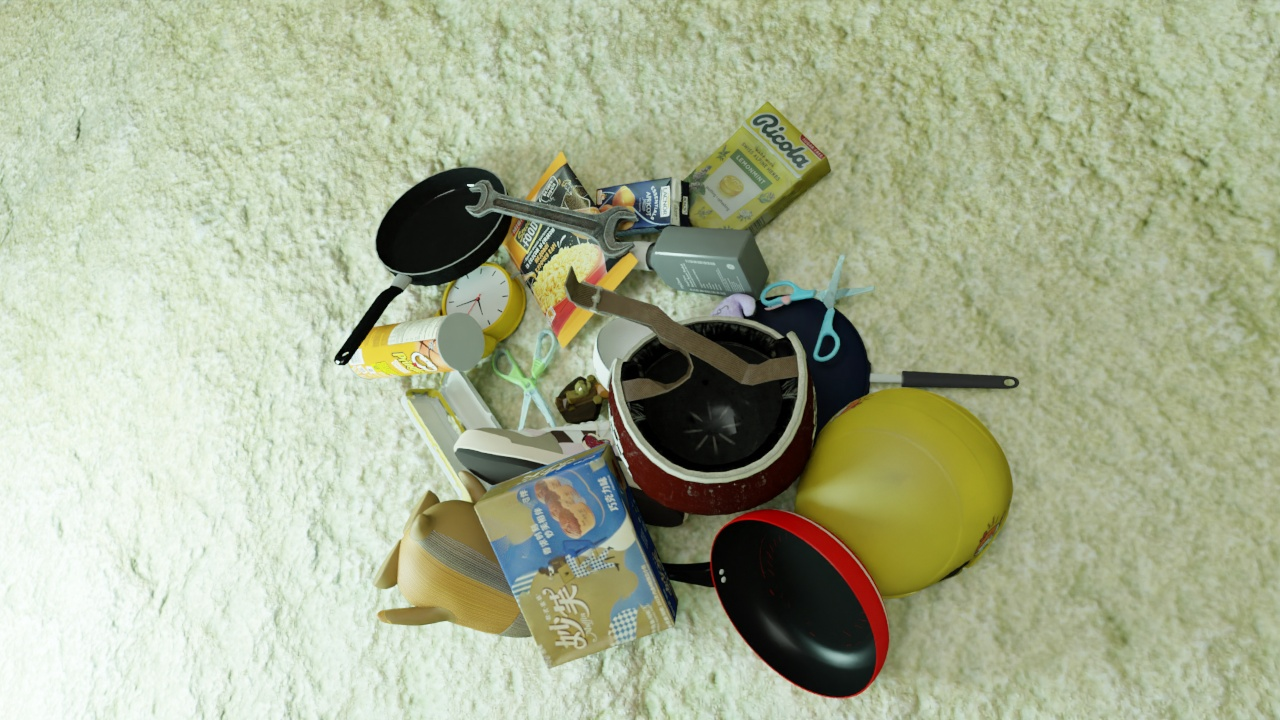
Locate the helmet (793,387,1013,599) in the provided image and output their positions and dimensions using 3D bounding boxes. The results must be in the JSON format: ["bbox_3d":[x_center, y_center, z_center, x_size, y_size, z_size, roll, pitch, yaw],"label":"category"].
[{"bbox_3d":[0.255,0.139,0.937,0.209,0.139,0.240,41,97,20],"label":"helmet"}]

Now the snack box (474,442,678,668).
[{"bbox_3d":[-0.068,0.214,1.010,0.155,0.069,0.203,-21,97,11],"label":"snack box"}]

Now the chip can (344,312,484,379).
[{"bbox_3d":[-0.308,-0.017,1.235,0.216,0.075,0.075,-5,72,41],"label":"chip can"}]

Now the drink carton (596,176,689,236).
[{"bbox_3d":[0.002,-0.196,1.185,0.130,0.040,0.064,0,90,40],"label":"drink carton"}]

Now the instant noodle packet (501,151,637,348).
[{"bbox_3d":[-0.105,-0.150,1.228,0.160,0.032,0.220,-48,58,25],"label":"instant noodle packet"}]

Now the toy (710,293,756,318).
[{"bbox_3d":[0.122,-0.032,1.089,0.099,0.036,0.080,43,96,29],"label":"toy"}]

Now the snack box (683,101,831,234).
[{"bbox_3d":[0.132,-0.227,1.161,0.181,0.045,0.121,-40,63,7],"label":"snack box"}]

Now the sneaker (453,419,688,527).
[{"bbox_3d":[-0.075,0.105,1.101,0.294,0.112,0.116,10,60,12],"label":"sneaker"}]

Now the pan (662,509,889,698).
[{"bbox_3d":[0.110,0.241,0.994,0.357,0.067,0.209,8,120,48],"label":"pan"}]

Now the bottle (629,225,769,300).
[{"bbox_3d":[0.064,-0.124,1.134,0.174,0.084,0.046,9,62,32],"label":"bottle"}]

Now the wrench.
[{"bbox_3d":[-0.121,-0.191,1.203,0.274,0.010,0.070,18,76,26],"label":"wrench"}]

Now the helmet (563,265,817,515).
[{"bbox_3d":[0.065,0.043,0.956,0.233,0.254,0.233,-9,71,2],"label":"helmet"}]

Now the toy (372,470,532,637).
[{"bbox_3d":[-0.195,0.255,1.098,0.203,0.163,0.198,32,62,-11],"label":"toy"}]

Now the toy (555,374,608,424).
[{"bbox_3d":[-0.057,0.044,1.159,0.100,0.063,0.076,-22,45,0],"label":"toy"}]

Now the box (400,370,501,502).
[{"bbox_3d":[-0.237,0.100,1.200,0.209,0.080,0.080,52,135,27],"label":"box"}]

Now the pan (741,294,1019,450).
[{"bbox_3d":[0.242,0.020,1.054,0.357,0.021,0.198,2,75,24],"label":"pan"}]

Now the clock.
[{"bbox_3d":[-0.225,-0.067,1.265,0.113,0.052,0.152,27,83,27],"label":"clock"}]

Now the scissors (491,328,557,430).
[{"bbox_3d":[-0.151,0.036,1.210,0.139,0.028,0.170,-6,57,22],"label":"scissors"}]

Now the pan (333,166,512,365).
[{"bbox_3d":[-0.307,-0.128,1.262,0.204,0.044,0.354,13,61,29],"label":"pan"}]

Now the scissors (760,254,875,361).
[{"bbox_3d":[0.207,-0.059,1.074,0.135,0.015,0.135,-9,73,26],"label":"scissors"}]

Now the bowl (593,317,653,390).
[{"bbox_3d":[-0.007,0.007,1.129,0.113,0.063,0.113,11,50,-13],"label":"bowl"}]
